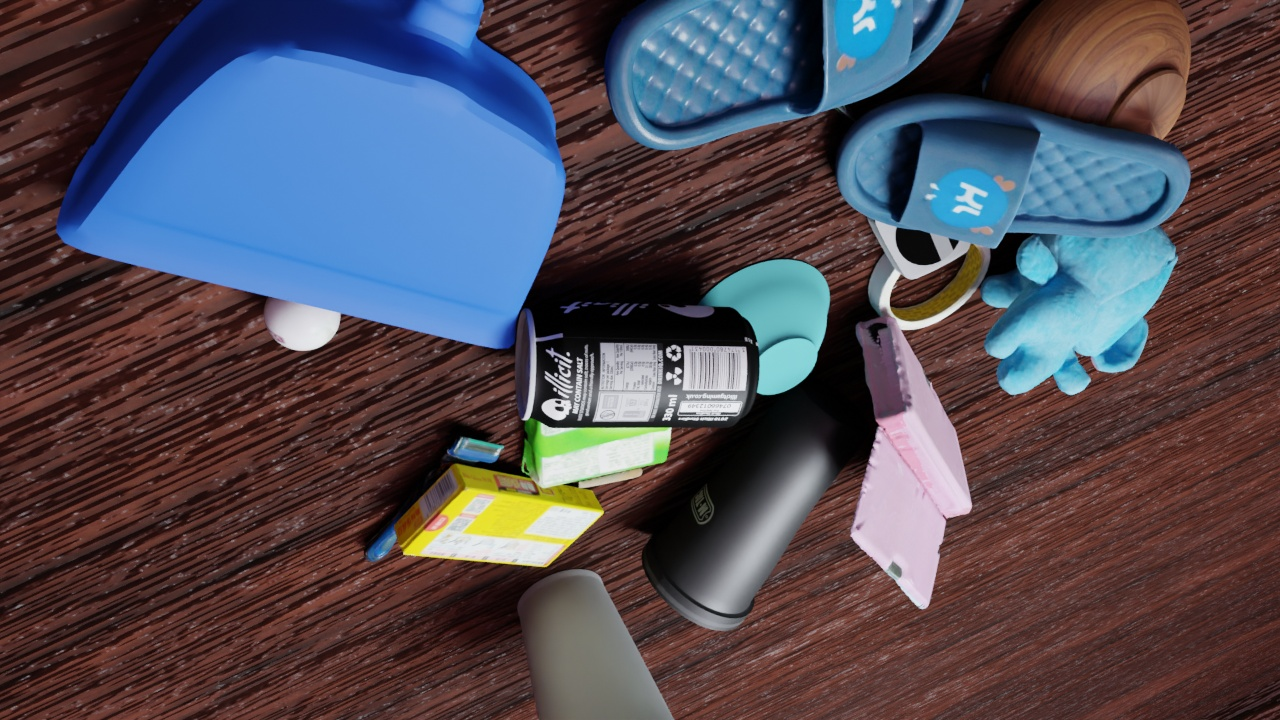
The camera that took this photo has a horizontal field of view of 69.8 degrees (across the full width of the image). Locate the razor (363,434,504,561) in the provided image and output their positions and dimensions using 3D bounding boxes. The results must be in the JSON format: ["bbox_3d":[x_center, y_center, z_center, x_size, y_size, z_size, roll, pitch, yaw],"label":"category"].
[{"bbox_3d":[-0.159,0.100,0.666,0.141,0.018,0.043,-44,144,20],"label":"razor"}]

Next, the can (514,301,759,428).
[{"bbox_3d":[-0.004,0.003,0.591,0.146,0.080,0.080,1,132,-15],"label":"can"}]

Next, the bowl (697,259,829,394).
[{"bbox_3d":[0.093,-0.010,0.665,0.121,0.046,0.121,-14,136,-14],"label":"bowl"}]

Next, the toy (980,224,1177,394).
[{"bbox_3d":[0.318,-0.049,0.701,0.180,0.115,0.183,-38,117,-14],"label":"toy"}]

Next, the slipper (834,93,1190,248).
[{"bbox_3d":[0.227,-0.106,0.571,0.214,0.059,0.104,8,147,2],"label":"slipper"}]

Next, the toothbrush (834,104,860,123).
[{"bbox_3d":[0.124,-0.156,0.562,0.187,0.014,0.017,20,119,-40],"label":"toothbrush"}]

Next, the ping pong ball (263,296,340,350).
[{"bbox_3d":[-0.188,-0.026,0.510,0.040,0.040,0.040,-14,136,-14],"label":"ping pong ball"}]

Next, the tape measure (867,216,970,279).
[{"bbox_3d":[0.198,-0.095,0.639,0.064,0.016,0.065,-30,113,4],"label":"tape measure"}]

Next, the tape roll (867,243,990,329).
[{"bbox_3d":[0.219,-0.065,0.696,0.094,0.019,0.094,-15,137,-14],"label":"tape roll"}]

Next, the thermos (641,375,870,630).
[{"bbox_3d":[0.095,0.118,0.760,0.105,0.105,0.219,16,118,-37],"label":"thermos"}]

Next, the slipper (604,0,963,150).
[{"bbox_3d":[0.084,-0.169,0.479,0.213,0.059,0.104,-25,125,-8],"label":"slipper"}]

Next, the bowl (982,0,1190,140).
[{"bbox_3d":[0.299,-0.168,0.587,0.147,0.069,0.147,-17,134,-18],"label":"bowl"}]

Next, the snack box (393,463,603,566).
[{"bbox_3d":[-0.103,0.120,0.694,0.075,0.025,0.152,-45,144,19],"label":"snack box"}]

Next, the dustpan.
[{"bbox_3d":[-0.107,-0.128,0.438,0.245,0.059,0.258,14,134,-36],"label":"dustpan"}]

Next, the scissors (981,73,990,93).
[{"bbox_3d":[0.237,-0.149,0.630,0.097,0.020,0.132,-36,139,4],"label":"scissors"}]

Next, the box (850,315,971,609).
[{"bbox_3d":[0.223,0.090,0.738,0.051,0.180,0.232,-5,153,29],"label":"box"}]

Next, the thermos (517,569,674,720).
[{"bbox_3d":[-0.035,0.289,0.764,0.131,0.221,0.132,-14,136,-14],"label":"thermos"}]

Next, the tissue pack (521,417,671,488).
[{"bbox_3d":[-0.029,0.046,0.668,0.114,0.034,0.100,-10,133,-18],"label":"tissue pack"}]
